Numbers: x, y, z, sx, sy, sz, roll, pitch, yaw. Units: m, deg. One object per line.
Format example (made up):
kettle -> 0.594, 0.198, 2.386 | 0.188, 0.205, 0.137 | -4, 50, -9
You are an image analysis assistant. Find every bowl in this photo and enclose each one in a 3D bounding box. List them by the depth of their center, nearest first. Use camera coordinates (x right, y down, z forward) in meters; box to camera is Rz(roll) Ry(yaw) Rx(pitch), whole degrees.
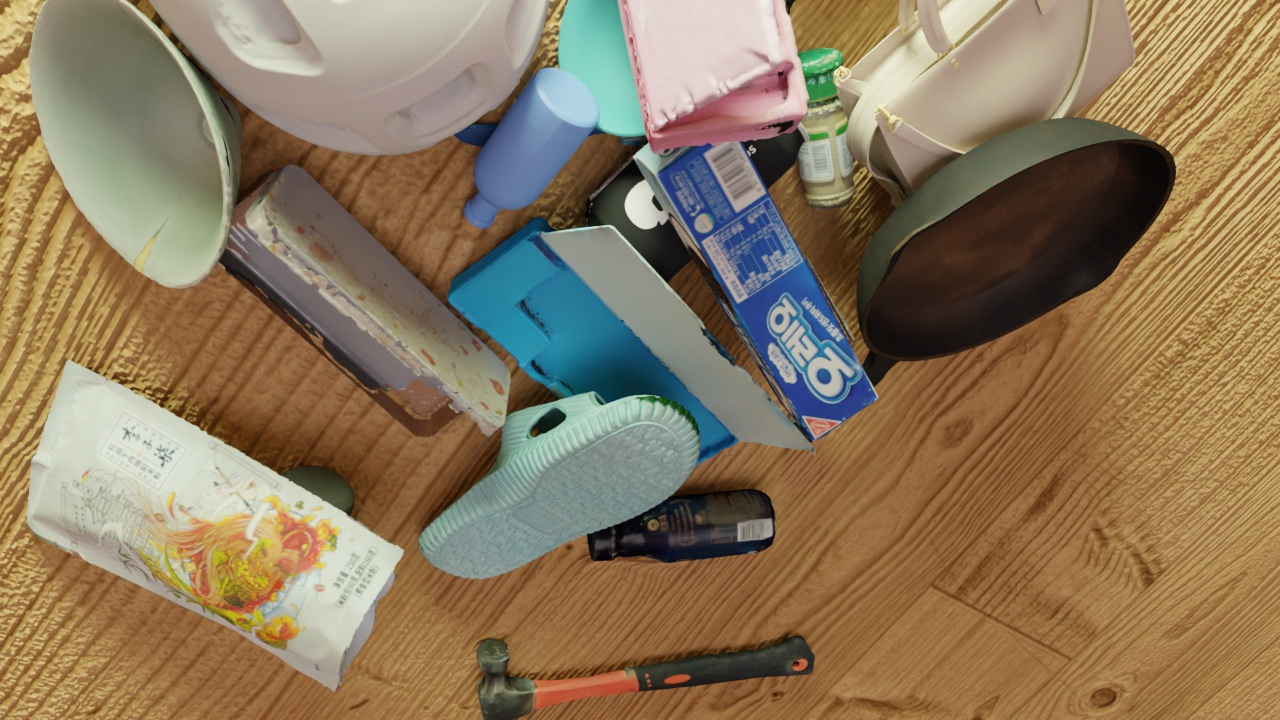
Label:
bowl -> -0.278, -0.134, 0.547 | 0.174, 0.067, 0.174 | 17, 124, 26
bowl -> 0.010, -0.200, 0.584 | 0.046, 0.121, 0.121 | -4, 129, -59

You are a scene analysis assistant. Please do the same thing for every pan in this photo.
pan -> 0.219, -0.045, 0.687 | 0.248, 0.043, 0.357 | 3, 142, -37

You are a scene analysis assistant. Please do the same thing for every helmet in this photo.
helmet -> -0.171, -0.253, 0.497 | 0.224, 0.184, 0.282 | -26, 101, -4

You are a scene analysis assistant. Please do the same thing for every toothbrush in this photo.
toothbrush -> -0.059, -0.153, 0.624 | 0.132, 0.016, 0.021 | -4, 146, -12

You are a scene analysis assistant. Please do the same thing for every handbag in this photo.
handbag -> 0.212, -0.201, 0.587 | 0.195, 0.101, 0.197 | -42, 146, 10

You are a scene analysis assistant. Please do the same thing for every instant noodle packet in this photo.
instant noodle packet -> -0.309, 0.124, 0.648 | 0.269, 0.057, 0.147 | 27, 106, 1

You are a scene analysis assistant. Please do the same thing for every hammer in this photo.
hammer -> 0.012, 0.307, 0.887 | 0.333, 0.033, 0.133 | -4, 117, -13

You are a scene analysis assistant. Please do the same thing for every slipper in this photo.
slipper -> -0.068, 0.093, 0.718 | 0.277, 0.069, 0.116 | -33, 127, 28

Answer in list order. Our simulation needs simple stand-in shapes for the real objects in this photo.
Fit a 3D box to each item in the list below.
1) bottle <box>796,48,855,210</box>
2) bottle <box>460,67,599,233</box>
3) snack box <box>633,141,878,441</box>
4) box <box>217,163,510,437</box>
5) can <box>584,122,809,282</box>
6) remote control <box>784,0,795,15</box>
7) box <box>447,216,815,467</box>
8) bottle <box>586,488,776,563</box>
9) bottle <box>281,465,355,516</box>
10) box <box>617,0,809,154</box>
bottle -> 0.129, -0.162, 0.651 | 0.042, 0.042, 0.110 | -18, 121, -4
bottle -> -0.081, -0.128, 0.599 | 0.048, 0.048, 0.131 | 26, 136, -25
snack box -> 0.078, -0.050, 0.593 | 0.059, 0.059, 0.226 | -35, 118, 2
box -> -0.192, -0.028, 0.629 | 0.108, 0.094, 0.216 | -23, 125, 29
can -> 0.037, -0.125, 0.626 | 0.146, 0.080, 0.080 | -42, 119, 10
remote control -> 0.081, -0.225, 0.572 | 0.140, 0.021, 0.045 | -66, 159, -15
box -> 0.000, -0.007, 0.673 | 0.175, 0.063, 0.243 | -17, 129, 39
bottle -> 0.035, 0.144, 0.786 | 0.160, 0.056, 0.056 | -4, 119, -12
bottle -> -0.263, 0.138, 0.707 | 0.060, 0.060, 0.109 | 17, 112, -22
box -> 0.029, -0.238, 0.484 | 0.099, 0.099, 0.232 | -8, 80, -10
